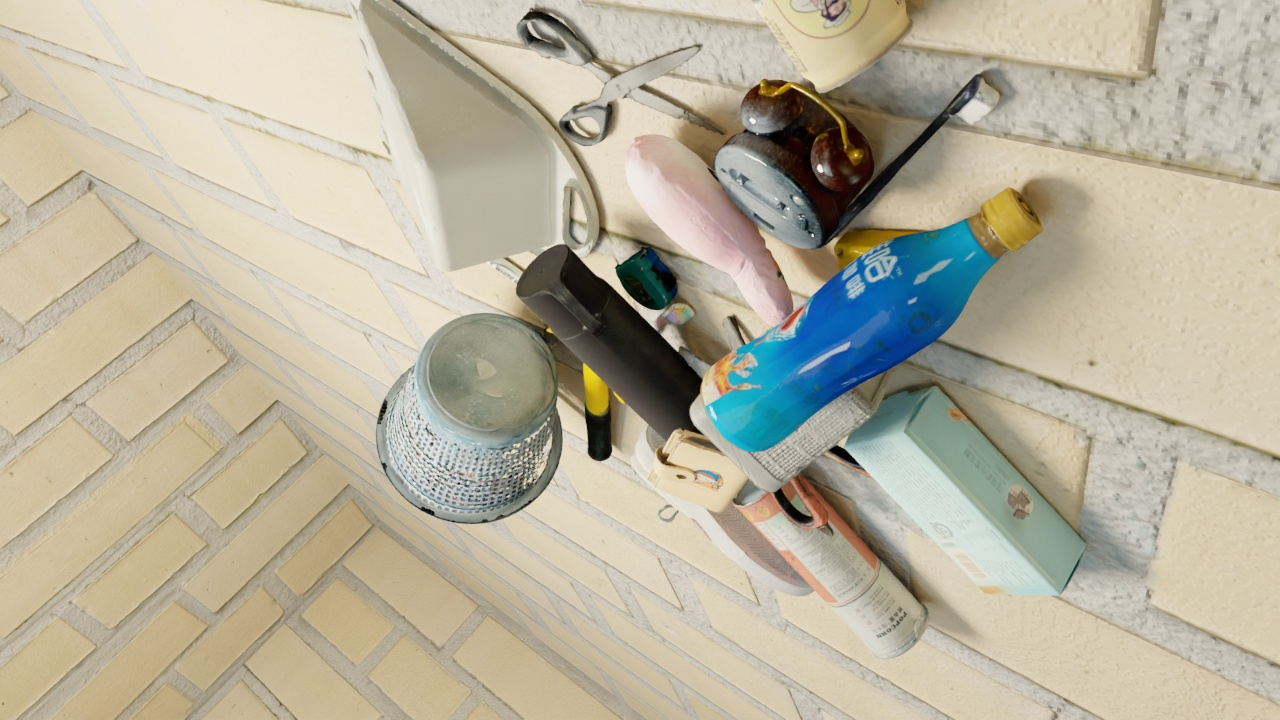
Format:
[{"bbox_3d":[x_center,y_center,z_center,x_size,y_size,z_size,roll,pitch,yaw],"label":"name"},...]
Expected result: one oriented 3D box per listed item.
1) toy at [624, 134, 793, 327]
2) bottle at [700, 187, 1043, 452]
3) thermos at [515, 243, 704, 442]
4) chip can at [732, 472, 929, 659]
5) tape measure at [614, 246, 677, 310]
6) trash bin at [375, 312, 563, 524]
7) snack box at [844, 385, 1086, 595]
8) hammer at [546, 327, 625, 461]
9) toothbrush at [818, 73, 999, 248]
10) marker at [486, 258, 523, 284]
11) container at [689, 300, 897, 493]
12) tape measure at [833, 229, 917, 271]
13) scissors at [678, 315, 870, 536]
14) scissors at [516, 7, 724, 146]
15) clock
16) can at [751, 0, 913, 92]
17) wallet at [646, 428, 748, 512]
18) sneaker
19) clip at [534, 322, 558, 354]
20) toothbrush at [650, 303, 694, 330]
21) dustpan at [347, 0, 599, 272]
[{"bbox_3d":[0.049,-0.088,0.615,0.159,0.054,0.121,48,-170,-4],"label":"toy"},{"bbox_3d":[0.130,-0.021,0.535,0.065,0.065,0.219,46,124,-8],"label":"bottle"},{"bbox_3d":[-0.005,0.005,0.802,0.242,0.068,0.090,43,-172,-32],"label":"thermos"},{"bbox_3d":[0.184,0.190,0.887,0.214,0.071,0.071,47,156,-10],"label":"chip can"},{"bbox_3d":[0.005,-0.068,0.789,0.054,0.025,0.058,48,156,-11],"label":"tape measure"},{"bbox_3d":[-0.181,0.053,1.043,0.226,0.226,0.196,41,151,4],"label":"trash bin"},{"bbox_3d":[0.238,0.099,0.678,0.175,0.051,0.074,45,155,-7],"label":"snack box"},{"bbox_3d":[-0.049,0.048,1.033,0.129,0.032,0.301,48,162,20],"label":"hammer"},{"bbox_3d":[0.144,-0.105,0.528,0.018,0.015,0.181,34,156,-4],"label":"toothbrush"},{"bbox_3d":[-0.132,-0.090,0.970,0.145,0.017,0.017,36,155,16],"label":"marker"},{"bbox_3d":[0.113,0.019,0.659,0.090,0.090,0.115,44,133,-2],"label":"container"},{"bbox_3d":[0.153,-0.055,0.580,0.060,0.028,0.057,13,143,49],"label":"tape measure"},{"bbox_3d":[0.123,0.062,0.789,0.227,0.015,0.189,23,131,23],"label":"scissors"},{"bbox_3d":[-0.019,-0.193,0.637,0.159,0.014,0.181,43,154,-7],"label":"scissors"},{"bbox_3d":[0.089,-0.114,0.522,0.082,0.055,0.122,39,170,12],"label":"clock"},{"bbox_3d":[0.075,-0.191,0.435,0.116,0.058,0.059,50,155,-17],"label":"can"},{"bbox_3d":[0.053,0.102,0.842,0.087,0.024,0.115,21,149,-1],"label":"wallet"},{"bbox_3d":[0.083,0.167,0.973,0.242,0.089,0.091,42,141,10],"label":"sneaker"},{"bbox_3d":[-0.104,-0.024,1.034,0.027,0.043,0.058,36,163,9],"label":"clip"},{"bbox_3d":[0.004,-0.021,0.876,0.029,0.020,0.190,2,166,-19],"label":"toothbrush"},{"bbox_3d":[-0.148,-0.195,0.831,0.223,0.142,0.257,101,148,-62],"label":"dustpan"}]
